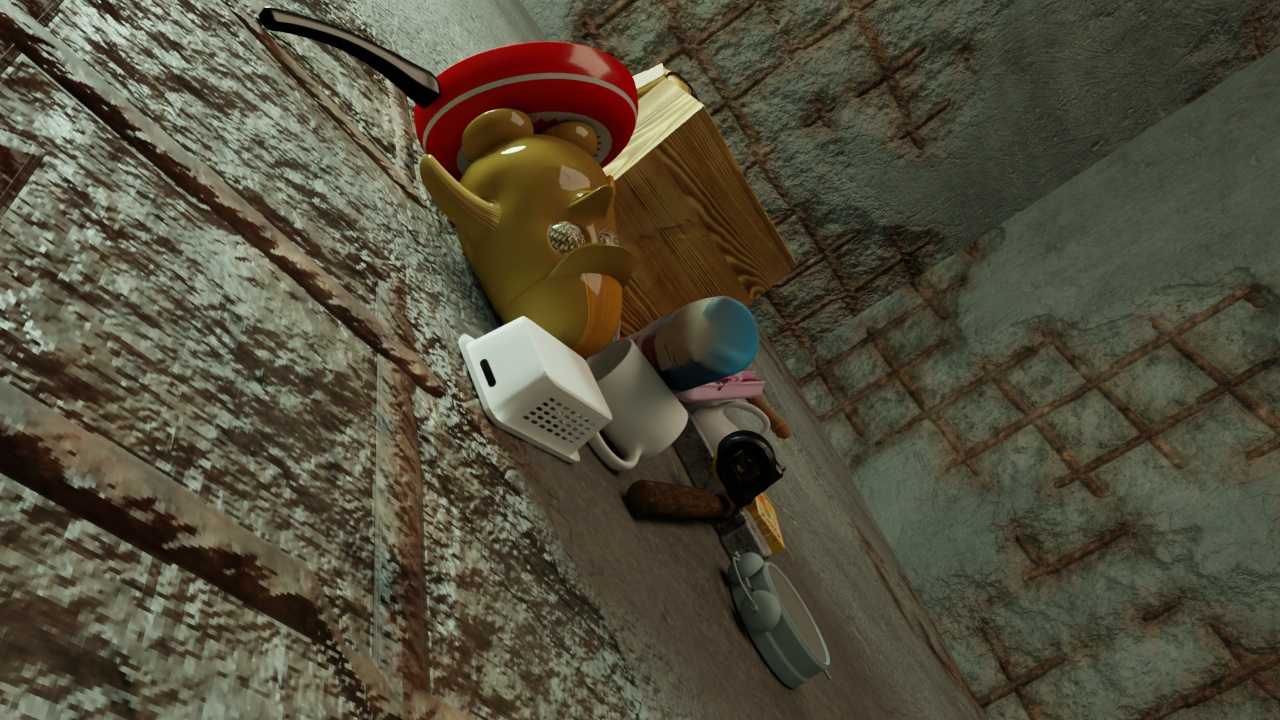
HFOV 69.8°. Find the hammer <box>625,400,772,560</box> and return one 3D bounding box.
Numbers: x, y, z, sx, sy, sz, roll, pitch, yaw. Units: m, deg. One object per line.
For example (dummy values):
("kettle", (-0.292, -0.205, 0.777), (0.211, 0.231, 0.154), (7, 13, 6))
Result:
("hammer", (0.034, 0.112, 0.933), (0.217, 0.037, 0.300), (60, 12, 20))

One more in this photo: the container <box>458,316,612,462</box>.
("container", (-0.073, 0.020, 0.693), (0.129, 0.049, 0.080), (39, 21, -58))

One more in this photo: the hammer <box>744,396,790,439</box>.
("hammer", (0.103, -0.005, 1.280), (0.317, 0.083, 0.162), (49, 5, 28))

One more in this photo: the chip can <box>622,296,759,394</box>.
("chip can", (0.033, -0.006, 0.895), (0.080, 0.079, 0.230), (56, -20, -3))

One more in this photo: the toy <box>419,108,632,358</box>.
("toy", (-0.077, -0.100, 0.782), (0.198, 0.163, 0.203), (-1, 65, -40))

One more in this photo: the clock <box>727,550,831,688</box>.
("clock", (0.136, 0.259, 0.930), (0.159, 0.045, 0.122), (52, 11, -28))

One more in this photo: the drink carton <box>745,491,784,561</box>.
("drink carton", (0.140, 0.196, 1.140), (0.058, 0.041, 0.122), (54, 12, -14))

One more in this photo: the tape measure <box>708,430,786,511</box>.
("tape measure", (0.112, 0.113, 0.984), (0.072, 0.071, 0.042), (50, 16, 0))

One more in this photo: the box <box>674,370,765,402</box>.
("box", (0.081, -0.006, 1.104), (0.088, 0.095, 0.201), (13, 7, 32))

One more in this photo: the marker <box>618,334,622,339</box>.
("marker", (-0.006, 0.006, 1.067), (0.145, 0.021, 0.023), (50, 46, -61))

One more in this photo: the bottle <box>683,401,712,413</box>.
("bottle", (0.086, 0.095, 1.171), (0.146, 0.051, 0.051), (56, 11, 0))

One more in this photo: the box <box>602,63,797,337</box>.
("box", (0.014, -0.185, 1.115), (0.279, 0.257, 0.215), (49, 5, -42))

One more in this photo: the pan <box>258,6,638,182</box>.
("pan", (-0.155, -0.226, 0.807), (0.355, 0.209, 0.067), (4, 69, -46))

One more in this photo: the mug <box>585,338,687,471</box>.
("mug", (-0.017, 0.048, 0.835), (0.090, 0.074, 0.110), (52, 37, -20))

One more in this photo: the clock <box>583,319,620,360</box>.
("clock", (-0.038, -0.051, 0.895), (0.123, 0.035, 0.094), (93, 1, -48))

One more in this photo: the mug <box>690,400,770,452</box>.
("mug", (0.102, 0.089, 1.110), (0.089, 0.107, 0.071), (49, -4, 2))
